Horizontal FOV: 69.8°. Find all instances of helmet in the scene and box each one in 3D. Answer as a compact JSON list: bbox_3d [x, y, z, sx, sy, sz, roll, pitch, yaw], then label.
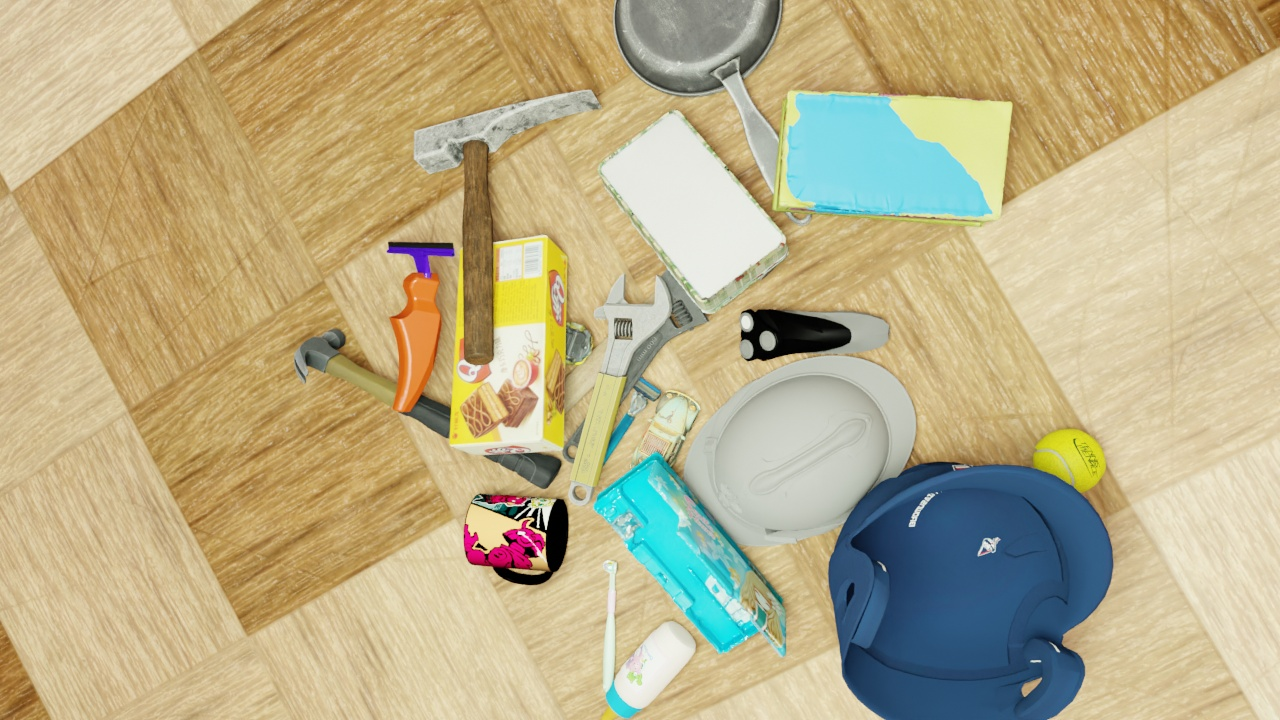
[{"bbox_3d":[0.158,0.106,0.957,0.271,0.117,0.183,-33,86,14],"label":"helmet"},{"bbox_3d":[0.305,0.194,0.872,0.232,0.222,0.273,25,128,-4],"label":"helmet"}]

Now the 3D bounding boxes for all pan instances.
[{"bbox_3d":[0.096,-0.306,0.987,0.187,0.055,0.356,-27,83,12],"label":"pan"}]

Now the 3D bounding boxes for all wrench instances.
[{"bbox_3d":[-0.032,0.034,1.009,0.084,0.018,0.273,18,100,17],"label":"wrench"},{"bbox_3d":[-0.006,0.006,1.017,0.073,0.018,0.273,39,104,12],"label":"wrench"}]

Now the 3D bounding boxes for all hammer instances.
[{"bbox_3d":[-0.004,-0.038,1.036,0.332,0.030,0.119,-45,83,14],"label":"hammer"},{"bbox_3d":[-0.141,-0.144,0.989,0.218,0.037,0.300,-11,68,15],"label":"hammer"},{"bbox_3d":[-0.247,0.059,1.056,0.333,0.117,0.025,27,110,4],"label":"hammer"}]

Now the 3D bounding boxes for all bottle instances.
[{"bbox_3d":[0.001,0.361,1.041,0.051,0.051,0.146,41,101,7],"label":"bottle"}]

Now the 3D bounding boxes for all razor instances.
[{"bbox_3d":[0.186,-0.029,0.978,0.156,0.060,0.057,-3,105,-7],"label":"razor"},{"bbox_3d":[-0.027,0.085,1.045,0.042,0.022,0.144,36,101,23],"label":"razor"}]

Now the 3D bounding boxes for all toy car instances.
[{"bbox_3d":[0.024,0.089,1.021,0.047,0.047,0.112,27,100,11],"label":"toy car"},{"bbox_3d":[-0.101,-0.025,1.045,0.107,0.030,0.049,19,85,24],"label":"toy car"}]

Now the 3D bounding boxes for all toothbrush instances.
[{"bbox_3d":[-0.036,0.309,1.064,0.022,0.015,0.155,5,95,47],"label":"toothbrush"}]

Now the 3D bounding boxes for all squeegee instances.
[{"bbox_3d":[-0.246,-0.035,1.003,0.055,0.250,0.185,9,92,-30],"label":"squeegee"}]

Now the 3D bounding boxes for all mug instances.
[{"bbox_3d":[-0.139,0.211,1.055,0.098,0.081,0.118,2,121,12],"label":"mug"}]

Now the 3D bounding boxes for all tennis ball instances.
[{"bbox_3d":[0.431,0.102,0.924,0.065,0.065,0.065,1,93,12],"label":"tennis ball"}]

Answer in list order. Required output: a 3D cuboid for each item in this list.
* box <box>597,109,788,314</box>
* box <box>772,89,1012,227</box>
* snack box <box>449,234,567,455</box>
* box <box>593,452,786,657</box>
[{"bbox_3d":[0.055,-0.158,0.971,0.117,0.049,0.205,-38,73,-1],"label":"box"},{"bbox_3d":[0.248,-0.204,0.928,0.221,0.080,0.124,3,95,7],"label":"box"},{"bbox_3d":[-0.143,-0.015,1.004,0.110,0.061,0.230,-5,73,17],"label":"snack box"},{"bbox_3d":[0.051,0.222,0.963,0.098,0.121,0.227,-38,98,13],"label":"box"}]
